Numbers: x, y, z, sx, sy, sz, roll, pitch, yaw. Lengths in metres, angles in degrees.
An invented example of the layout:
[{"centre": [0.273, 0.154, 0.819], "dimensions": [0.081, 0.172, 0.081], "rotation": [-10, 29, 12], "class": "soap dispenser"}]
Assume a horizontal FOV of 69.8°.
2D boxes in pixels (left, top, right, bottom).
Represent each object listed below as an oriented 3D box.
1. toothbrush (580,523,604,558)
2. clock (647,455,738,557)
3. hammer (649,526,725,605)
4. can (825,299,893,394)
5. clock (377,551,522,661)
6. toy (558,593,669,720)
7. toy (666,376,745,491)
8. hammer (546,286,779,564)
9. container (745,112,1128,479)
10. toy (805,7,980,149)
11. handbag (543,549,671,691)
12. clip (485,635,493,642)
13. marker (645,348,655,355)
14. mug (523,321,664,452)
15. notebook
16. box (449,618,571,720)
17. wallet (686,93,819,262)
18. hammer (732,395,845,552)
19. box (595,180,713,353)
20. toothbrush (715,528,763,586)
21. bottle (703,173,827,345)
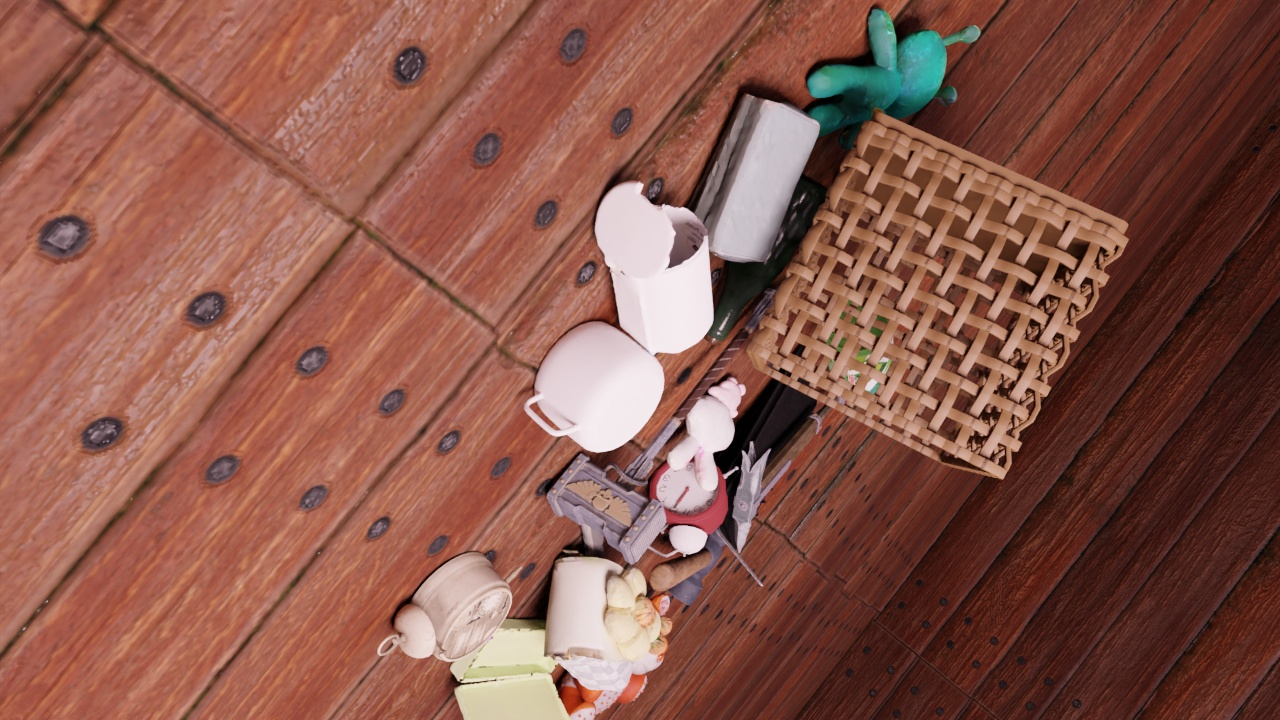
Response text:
[{"centre": [-0.050, 0.203, 0.978], "dimensions": [0.024, 0.022, 0.186], "rotation": [-9, 142, -6], "class": "toothbrush"}, {"centre": [0.047, 0.155, 0.994], "dimensions": [0.124, 0.087, 0.044], "rotation": [-51, 153, -25], "class": "clock"}, {"centre": [0.057, 0.243, 1.092], "dimensions": [0.129, 0.040, 0.321], "rotation": [-56, 165, 1], "class": "hammer"}, {"centre": [0.272, -0.012, 1.141], "dimensions": [0.083, 0.083, 0.144], "rotation": [-48, 151, -9], "class": "can"}, {"centre": [-0.166, 0.224, 0.794], "dimensions": [0.140, 0.054, 0.093], "rotation": [-16, 135, -51], "class": "clock"}, {"centre": [-0.025, 0.367, 1.124], "dimensions": [0.163, 0.093, 0.173], "rotation": [-1, 122, -54], "class": "toy"}, {"centre": [0.073, 0.072, 0.978], "dimensions": [0.076, 0.037, 0.125], "rotation": [41, 64, -34], "class": "toy"}, {"centre": [0.048, 0.040, 0.889], "dimensions": [0.321, 0.098, 0.044], "rotation": [-50, 153, -22], "class": "hammer"}, {"centre": [0.245, -0.046, 0.825], "dimensions": [0.214, 0.219, 0.251], "rotation": [-63, 170, 1], "class": "container"}, {"centre": [0.222, -0.247, 0.826], "dimensions": [0.193, 0.072, 0.131], "rotation": [-24, 142, -27], "class": "toy"}, {"centre": [-0.033, 0.282, 0.970], "dimensions": [0.172, 0.123, 0.112], "rotation": [69, 20, -55], "class": "handbag"}, {"centre": [-0.164, 0.264, 0.884], "dimensions": [0.051, 0.045, 0.014], "rotation": [-16, 163, 26], "class": "clip"}, {"centre": [-0.005, 0.005, 0.827], "dimensions": [0.141, 0.013, 0.013], "rotation": [-42, 150, -18], "class": "marker"}, {"centre": [-0.040, 0.026, 0.741], "dimensions": [0.115, 0.068, 0.094], "rotation": [-28, 143, -38], "class": "mug"}, {"centre": [0.158, 0.109, 1.129], "dimensions": [0.231, 0.019, 0.169], "rotation": [-57, 154, -20], "class": "notebook"}, {"centre": [-0.130, 0.335, 0.971], "dimensions": [0.188, 0.061, 0.133], "rotation": [29, 59, -63], "class": "box"}, {"centre": [0.091, -0.149, 0.753], "dimensions": [0.100, 0.054, 0.132], "rotation": [-1, 121, -58], "class": "wallet"}, {"centre": [0.191, 0.105, 1.127], "dimensions": [0.315, 0.028, 0.147], "rotation": [-36, 139, -50], "class": "hammer"}, {"centre": [0.011, -0.074, 0.695], "dimensions": [0.091, 0.081, 0.160], "rotation": [-32, 145, -19], "class": "box"}, {"centre": [0.099, 0.216, 1.069], "dimensions": [0.010, 0.181, 0.010], "rotation": [31, 96, -27], "class": "toothbrush"}, {"centre": [0.105, -0.091, 0.839], "dimensions": [0.055, 0.055, 0.174], "rotation": [0, 124, -56], "class": "bottle"}]
